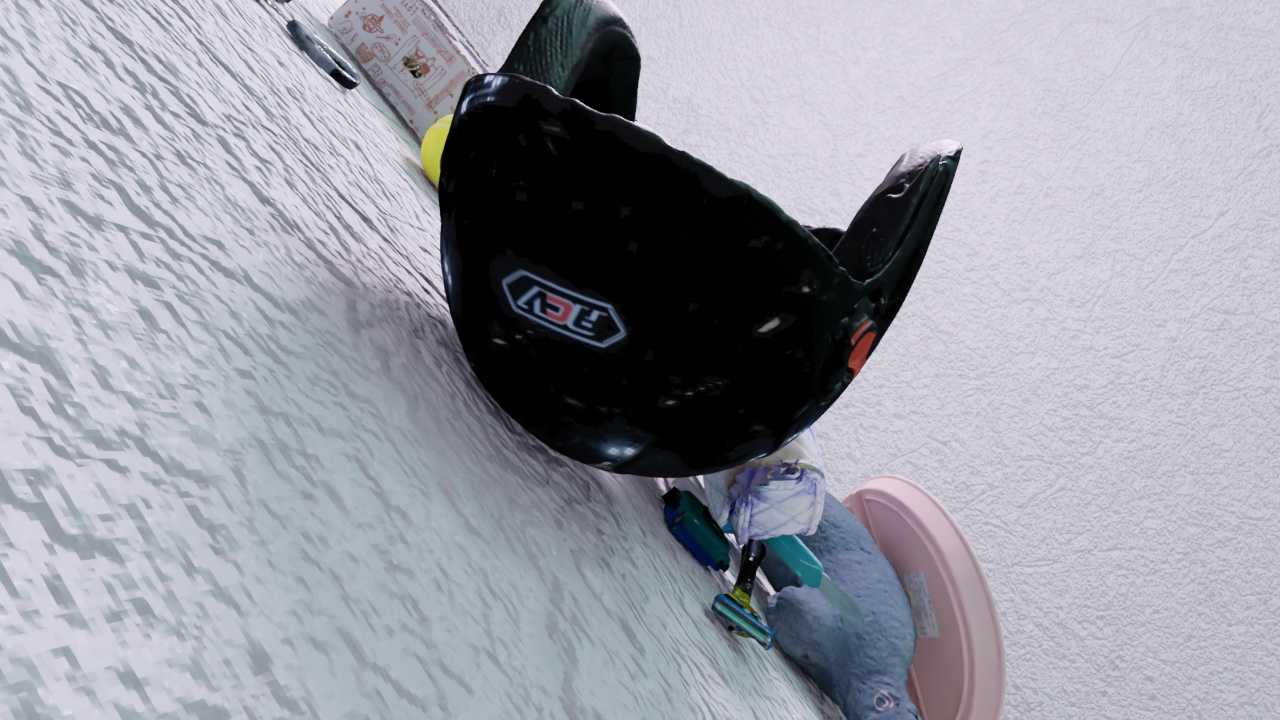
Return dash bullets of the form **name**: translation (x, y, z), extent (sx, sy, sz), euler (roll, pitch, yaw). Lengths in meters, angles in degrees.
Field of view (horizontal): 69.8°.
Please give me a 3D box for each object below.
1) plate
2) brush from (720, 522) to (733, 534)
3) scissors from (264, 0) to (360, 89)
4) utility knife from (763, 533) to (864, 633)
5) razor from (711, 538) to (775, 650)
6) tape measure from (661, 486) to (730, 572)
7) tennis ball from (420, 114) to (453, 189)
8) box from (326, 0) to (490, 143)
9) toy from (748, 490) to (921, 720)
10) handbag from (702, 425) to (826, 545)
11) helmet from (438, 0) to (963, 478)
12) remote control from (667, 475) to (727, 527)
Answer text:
- **plate**: translation (0.213, 0.210, 0.758), extent (0.230, 0.028, 0.229), euler (173, -90, -72)
- **brush**: translation (0.127, 0.174, 0.847), extent (0.254, 0.046, 0.083), euler (36, 18, -51)
- **scissors**: translation (-0.263, -0.258, 0.632), extent (0.177, 0.014, 0.159), euler (44, 10, -45)
- **utility knife**: translation (0.096, 0.123, 0.667), extent (0.013, 0.029, 0.193), euler (-13, 44, -35)
- **razor**: translation (0.069, 0.149, 0.606), extent (0.042, 0.022, 0.142), euler (37, 15, 3)
- **tape measure**: translation (0.040, 0.114, 0.633), extent (0.058, 0.025, 0.054), euler (50, 8, -21)
- **tennis ball**: translation (-0.139, -0.160, 0.718), extent (0.065, 0.065, 0.065), euler (51, 7, -9)
- **box**: translation (-0.180, -0.260, 0.906), extent (0.178, 0.088, 0.262), euler (52, 8, 1)
- **toy**: translation (0.141, 0.171, 0.704), extent (0.137, 0.091, 0.356), euler (32, 22, -40)
- **handbag**: translation (0.070, 0.025, 0.638), extent (0.134, 0.075, 0.193), euler (85, -6, -55)
- **helmet**: translation (0.011, -0.051, 0.466), extent (0.233, 0.230, 0.274), euler (27, 15, 15)
- **remote control**: translation (0.037, 0.088, 0.767), extent (0.058, 0.021, 0.150), euler (49, 7, -17)
